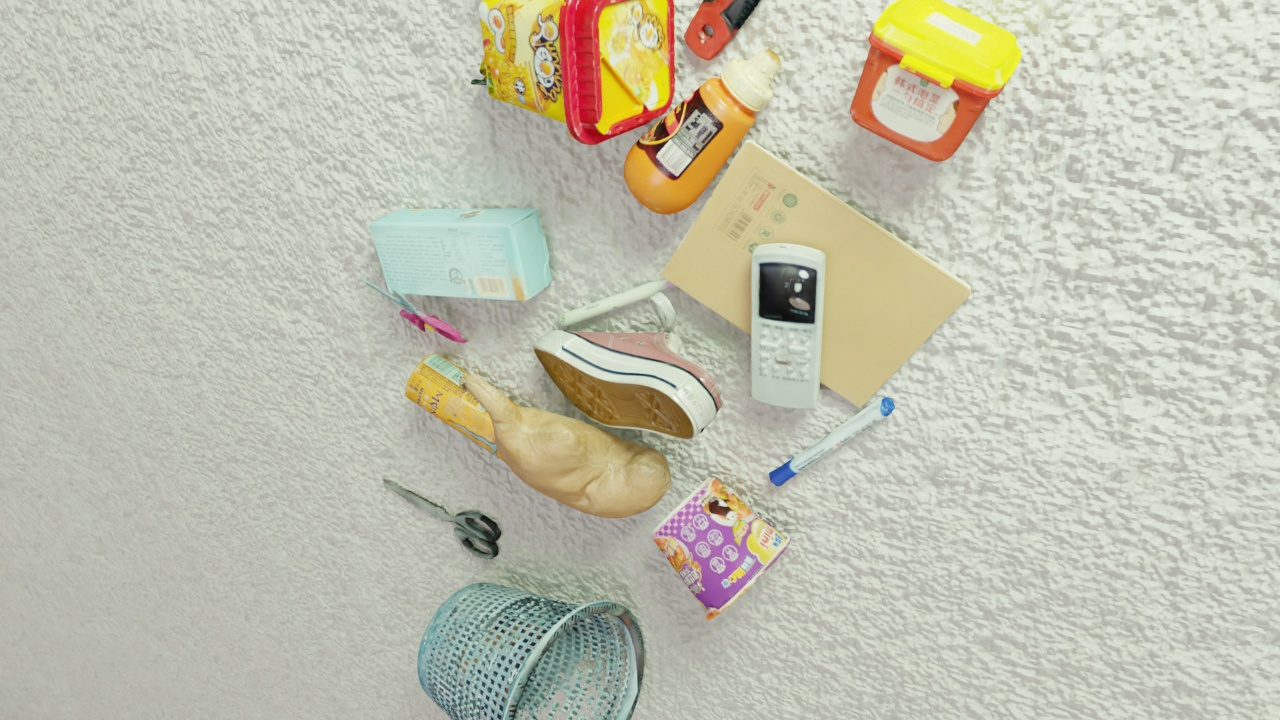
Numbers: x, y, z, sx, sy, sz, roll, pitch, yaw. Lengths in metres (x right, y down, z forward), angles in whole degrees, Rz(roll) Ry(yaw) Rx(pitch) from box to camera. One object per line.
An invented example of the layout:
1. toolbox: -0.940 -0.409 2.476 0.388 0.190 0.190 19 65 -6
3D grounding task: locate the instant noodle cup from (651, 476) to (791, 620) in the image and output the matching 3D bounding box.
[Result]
1. instant noodle cup: 0.072 0.173 0.877 0.099 0.111 0.112 47 130 8

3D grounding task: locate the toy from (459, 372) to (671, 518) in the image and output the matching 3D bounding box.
1. toy: -0.080 0.086 0.875 0.226 0.082 0.144 25 147 -16

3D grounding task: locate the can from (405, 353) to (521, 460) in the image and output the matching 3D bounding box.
1. can: -0.175 0.052 0.970 0.146 0.058 0.058 32 128 10

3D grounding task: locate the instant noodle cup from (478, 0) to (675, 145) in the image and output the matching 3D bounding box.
1. instant noodle cup: -0.051 -0.237 0.701 0.124 0.115 0.116 20 127 33

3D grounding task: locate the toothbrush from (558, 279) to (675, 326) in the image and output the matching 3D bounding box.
1. toothbrush: -0.004 -0.061 0.830 0.190 0.020 0.029 -17 83 36

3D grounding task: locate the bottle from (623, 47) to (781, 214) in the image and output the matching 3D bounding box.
1. bottle: 0.051 -0.179 0.705 0.067 0.066 0.150 46 122 -2

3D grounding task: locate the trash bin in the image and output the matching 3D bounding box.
1. trash bin: -0.139 0.353 1.050 0.195 0.225 0.227 14 124 37

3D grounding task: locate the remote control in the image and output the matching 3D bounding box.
1. remote control: 0.120 -0.025 0.755 0.058 0.021 0.150 8 126 19

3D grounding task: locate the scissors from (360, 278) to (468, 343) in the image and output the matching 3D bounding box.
1. scissors: -0.236 -0.052 0.928 0.108 0.017 0.135 14 164 43

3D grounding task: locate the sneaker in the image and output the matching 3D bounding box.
1. sneaker: -0.005 0.005 0.828 0.241 0.087 0.118 13 138 51

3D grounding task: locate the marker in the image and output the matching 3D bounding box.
1. marker: 0.168 0.073 0.815 0.017 0.016 0.146 46 130 -2

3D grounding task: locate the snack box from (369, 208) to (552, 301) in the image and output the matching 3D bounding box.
1. snack box: -0.173 -0.104 0.879 0.175 0.051 0.074 5 119 27

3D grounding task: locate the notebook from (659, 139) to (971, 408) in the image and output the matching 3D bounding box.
1. notebook: 0.135 -0.064 0.742 0.207 0.008 0.148 33 129 -1

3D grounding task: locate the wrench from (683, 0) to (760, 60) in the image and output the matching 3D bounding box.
1. wrench: 0.110 -0.316 0.615 0.056 0.016 0.274 40 129 3

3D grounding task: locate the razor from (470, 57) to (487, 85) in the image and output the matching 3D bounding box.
1. razor: -0.122 -0.283 0.747 0.043 0.028 0.133 10 137 10

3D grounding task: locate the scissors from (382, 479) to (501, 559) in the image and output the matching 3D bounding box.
1. scissors: -0.242 0.178 1.116 0.175 0.014 0.133 51 130 -3

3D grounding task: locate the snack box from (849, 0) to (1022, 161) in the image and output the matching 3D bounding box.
1. snack box: 0.191 -0.185 0.609 0.091 0.081 0.080 31 138 11
